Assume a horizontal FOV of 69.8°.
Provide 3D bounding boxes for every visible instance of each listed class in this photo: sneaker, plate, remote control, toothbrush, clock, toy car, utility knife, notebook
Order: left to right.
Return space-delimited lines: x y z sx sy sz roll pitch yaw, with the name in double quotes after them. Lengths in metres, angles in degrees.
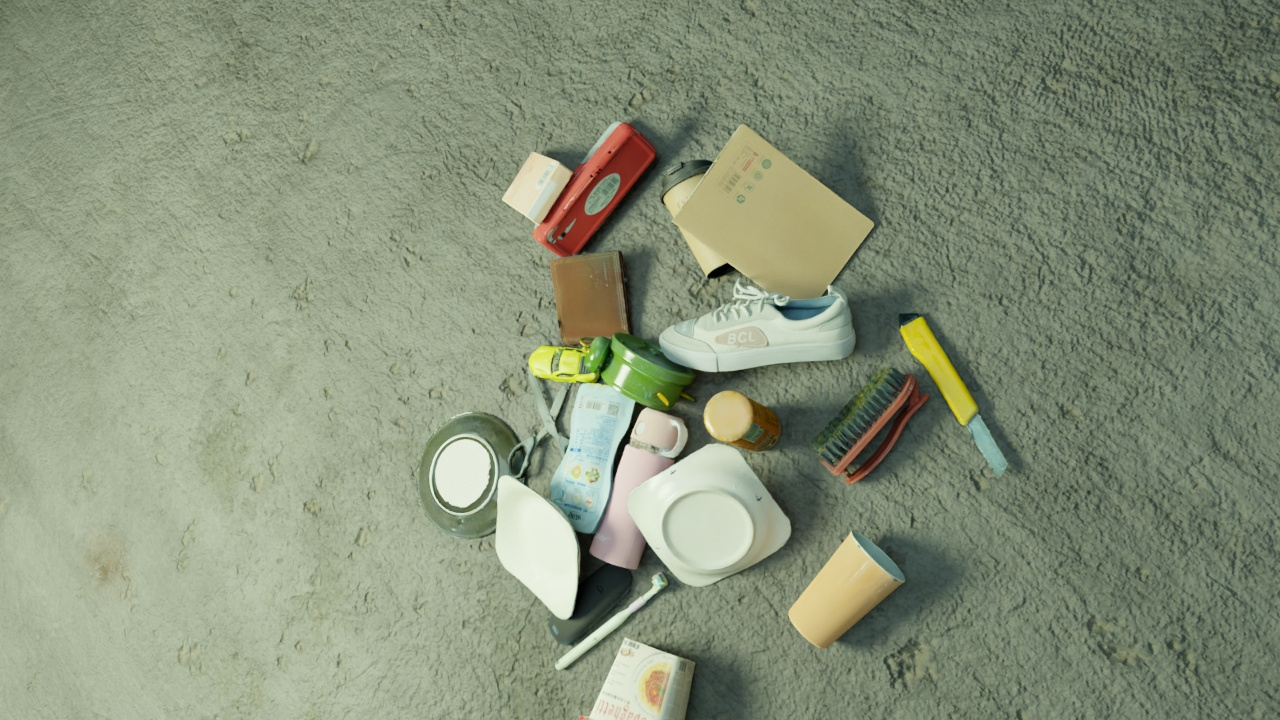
-0.243 0.160 1.284 0.180 0.024 0.179 -4 78 21 "plate"
-0.125 0.234 1.181 0.164 0.034 0.164 32 128 36 "plate"
-0.103 0.004 1.246 0.105 0.032 0.048 5 78 17 "toy car"
-0.068 0.313 1.181 0.136 0.024 0.053 -45 66 9 "remote control"
-0.039 0.335 1.169 0.190 0.029 0.020 -42 108 11 "toothbrush"
-0.007 0.007 1.168 0.161 0.116 0.056 31 102 22 "clock"
0.080 0.194 1.090 0.164 0.034 0.164 -33 104 18 "plate"
0.135 -0.047 1.115 0.242 0.089 0.091 -3 119 17 "sneaker"
0.164 -0.170 1.132 0.207 0.008 0.148 35 95 -6 "notebook"
0.360 0.036 1.062 0.033 0.015 0.223 -30 68 14 "utility knife"

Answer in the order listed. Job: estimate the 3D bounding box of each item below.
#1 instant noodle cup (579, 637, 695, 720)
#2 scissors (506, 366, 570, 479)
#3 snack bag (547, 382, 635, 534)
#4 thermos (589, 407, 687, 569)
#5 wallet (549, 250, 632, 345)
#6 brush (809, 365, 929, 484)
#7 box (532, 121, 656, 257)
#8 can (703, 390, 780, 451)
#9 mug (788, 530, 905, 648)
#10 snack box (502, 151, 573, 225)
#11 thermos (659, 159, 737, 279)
0.005 0.405 1.092 0.116 0.116 0.124 13 72 24 "instant noodle cup"
-0.128 0.090 1.251 0.159 0.014 0.181 -36 70 1 "scissors"
-0.067 0.125 1.187 0.110 0.038 0.190 7 77 38 "snack bag"
0.004 0.161 1.153 0.087 0.067 0.198 18 87 55 "thermos"
-0.065 -0.084 1.242 0.101 0.032 0.124 -6 94 17 "wallet"
0.271 0.075 1.072 0.069 0.063 0.146 40 95 -7 "brush"
-0.074 -0.242 1.267 0.201 0.095 0.100 -50 48 8 "box"
0.123 0.074 1.081 0.058 0.146 0.058 -4 78 21 "can"
0.229 0.264 1.044 0.078 0.078 0.123 46 103 23 "mug"
-0.145 -0.240 1.269 0.084 0.026 0.157 -57 26 4 "snack box"
0.086 -0.182 1.182 0.093 0.093 0.143 -24 79 16 "thermos"
